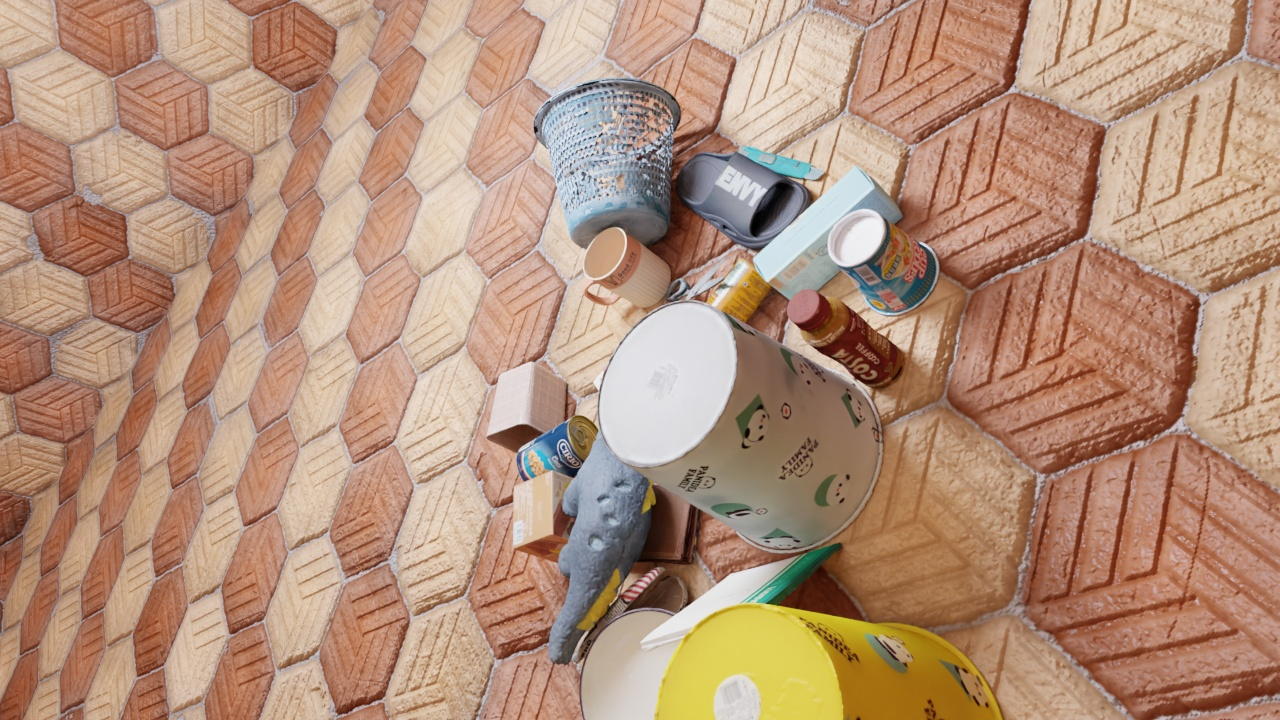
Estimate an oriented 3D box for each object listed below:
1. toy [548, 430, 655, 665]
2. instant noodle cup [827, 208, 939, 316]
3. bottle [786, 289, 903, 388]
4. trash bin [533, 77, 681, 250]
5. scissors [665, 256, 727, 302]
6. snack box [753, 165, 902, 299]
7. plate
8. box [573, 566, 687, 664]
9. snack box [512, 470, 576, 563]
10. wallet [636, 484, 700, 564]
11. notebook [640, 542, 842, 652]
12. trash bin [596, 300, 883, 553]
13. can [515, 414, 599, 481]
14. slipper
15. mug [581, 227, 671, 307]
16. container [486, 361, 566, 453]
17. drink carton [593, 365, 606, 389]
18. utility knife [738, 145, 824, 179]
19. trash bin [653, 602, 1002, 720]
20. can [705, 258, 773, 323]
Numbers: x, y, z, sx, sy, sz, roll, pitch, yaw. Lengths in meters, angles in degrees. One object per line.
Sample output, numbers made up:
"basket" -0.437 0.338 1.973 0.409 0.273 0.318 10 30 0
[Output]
"toy" -0.044 0.197 1.151 0.138 0.091 0.355 -37 32 41
"instant noodle cup" 0.270 -0.116 1.043 0.099 0.110 0.099 -21 56 35
"bottle" 0.221 -0.024 0.993 0.058 0.174 0.057 -22 55 35
"trash bin" -0.040 -0.275 1.374 0.227 0.226 0.195 -19 69 36
"scissors" 0.070 -0.096 1.250 0.162 0.014 0.165 -109 39 -59
"snack box" 0.229 -0.150 1.128 0.175 0.074 0.051 -42 46 20
"plate" 0.020 0.380 1.046 0.193 0.039 0.192 -6 78 28
"box" -0.021 0.314 1.115 0.163 0.086 0.076 -51 28 16
"snack box" -0.114 0.214 1.249 0.077 0.094 0.092 -26 52 32
"wallet" 0.021 0.207 1.172 0.125 0.032 0.101 -9 60 41
"notebook" 0.110 0.241 0.953 0.151 0.208 0.012 -27 83 31
"trash bin" 0.103 0.068 1.001 0.230 0.251 0.229 -22 54 34
"can" -0.115 0.134 1.307 0.111 0.075 0.075 -31 50 30
"slipper" 0.120 -0.236 1.275 0.268 0.083 0.111 37 98 49
"mug" -0.028 -0.123 1.338 0.115 0.105 0.081 -41 46 21
"container" -0.168 0.072 1.385 0.090 0.090 0.110 -21 52 36
"drink carton" -0.008 0.008 1.286 0.123 0.045 0.053 -51 50 21
"utility knife" 0.190 -0.275 1.277 0.174 0.013 0.029 30 91 48
"trash bin" 0.161 0.328 0.805 0.230 0.255 0.229 -22 55 35
"can" 0.111 -0.061 1.206 0.146 0.058 0.058 -53 43 9
